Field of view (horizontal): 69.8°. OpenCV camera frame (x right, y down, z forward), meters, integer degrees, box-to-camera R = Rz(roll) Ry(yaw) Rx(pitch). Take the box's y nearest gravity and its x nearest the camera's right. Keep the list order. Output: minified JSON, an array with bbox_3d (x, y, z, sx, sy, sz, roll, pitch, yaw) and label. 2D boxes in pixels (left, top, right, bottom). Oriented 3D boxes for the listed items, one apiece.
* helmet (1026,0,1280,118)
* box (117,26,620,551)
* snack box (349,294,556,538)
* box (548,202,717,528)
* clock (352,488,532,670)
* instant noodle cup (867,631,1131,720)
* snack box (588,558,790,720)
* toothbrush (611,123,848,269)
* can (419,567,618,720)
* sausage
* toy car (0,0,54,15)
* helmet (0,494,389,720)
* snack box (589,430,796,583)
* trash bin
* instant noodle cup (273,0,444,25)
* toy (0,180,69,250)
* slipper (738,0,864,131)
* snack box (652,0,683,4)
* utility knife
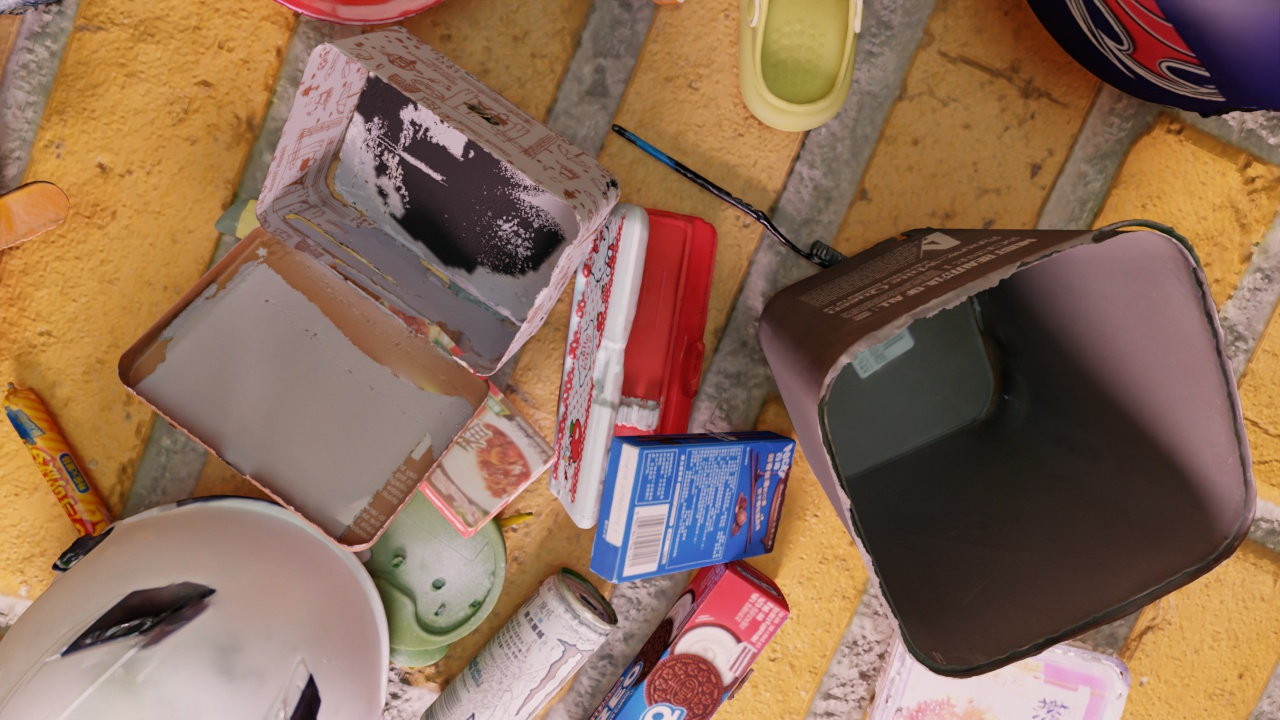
[{"bbox_3d":[0.340,-0.256,0.505,0.241,0.246,0.315,-35,105,29],"label":"helmet"},{"bbox_3d":[-0.153,-0.045,0.541,0.179,0.130,0.272,35,94,0],"label":"box"},{"bbox_3d":[-0.132,0.031,0.582,0.153,0.026,0.075,46,64,6],"label":"snack box"},{"bbox_3d":[-0.005,0.004,0.584,0.095,0.101,0.201,9,98,-5],"label":"box"},{"bbox_3d":[-0.157,0.141,0.615,0.116,0.056,0.161,38,94,-8],"label":"clock"},{"bbox_3d":[0.245,0.248,0.663,0.173,0.060,0.138,15,97,-8],"label":"instant noodle cup"},{"bbox_3d":[0.020,0.233,0.644,0.058,0.057,0.207,35,95,-6],"label":"snack box"},{"bbox_3d":[0.063,-0.109,0.617,0.189,0.014,0.016,31,94,-8],"label":"toothbrush"},{"bbox_3d":[-0.084,0.214,0.631,0.058,0.058,0.147,42,93,-9],"label":"can"},{"bbox_3d":[-0.374,0.088,0.607,0.021,0.021,0.165,-26,100,-1],"label":"sausage"},{"bbox_3d":[-0.353,-0.248,0.551,0.120,0.037,0.054,-19,99,-5],"label":"toy car"},{"bbox_3d":[-0.282,0.214,0.544,0.259,0.145,0.229,-41,102,21],"label":"helmet"},{"bbox_3d":[0.038,0.090,0.594,0.156,0.026,0.084,3,101,-45],"label":"snack box"},{"bbox_3d":[0.181,0.022,0.535,0.199,0.219,0.199,-24,107,-1],"label":"trash bin"},{"bbox_3d":[-0.164,-0.293,0.544,0.194,0.066,0.194,0,98,-4],"label":"instant noodle cup"},{"bbox_3d":[-0.451,-0.088,0.540,0.227,0.090,0.247,-6,96,3],"label":"toy"},{"bbox_3d":[0.107,-0.240,0.567,0.091,0.081,0.190,0,101,-7],"label":"slipper"},{"bbox_3d":[-0.026,-0.274,0.539,0.153,0.026,0.075,10,99,-39],"label":"snack box"},{"bbox_3d":[-0.178,-0.065,0.600,0.195,0.020,0.031,19,90,-3],"label":"utility knife"}]
